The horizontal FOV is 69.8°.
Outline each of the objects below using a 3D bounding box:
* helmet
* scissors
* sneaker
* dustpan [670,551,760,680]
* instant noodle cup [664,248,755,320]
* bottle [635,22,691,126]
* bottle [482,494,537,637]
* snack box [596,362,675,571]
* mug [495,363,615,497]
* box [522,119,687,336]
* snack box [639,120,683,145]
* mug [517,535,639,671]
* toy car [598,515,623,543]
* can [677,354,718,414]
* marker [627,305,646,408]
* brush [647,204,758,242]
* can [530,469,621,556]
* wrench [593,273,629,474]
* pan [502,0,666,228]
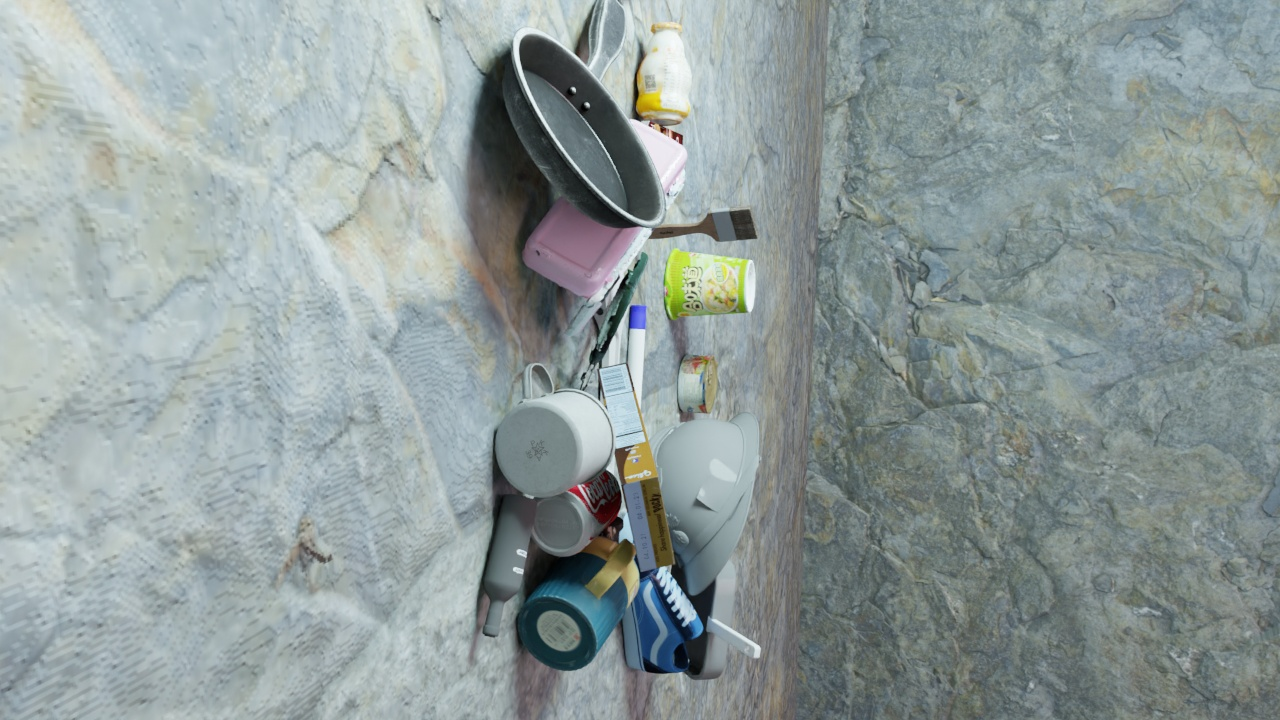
[{"bbox_3d":[0.054,0.152,1.149,0.184,0.117,0.270,-54,-166,41],"label":"helmet"},{"bbox_3d":[-0.040,-0.013,0.895,0.146,0.015,0.210,-105,-140,-78],"label":"scissors"},{"bbox_3d":[0.029,0.282,1.110,0.083,0.098,0.241,-59,148,-56],"label":"sneaker"},{"bbox_3d":[0.084,0.322,1.153,0.258,0.033,0.163,9,-89,63],"label":"dustpan"},{"bbox_3d":[0.096,-0.101,1.237,0.098,0.108,0.099,4,89,-74],"label":"instant noodle cup"},{"bbox_3d":[0.027,-0.324,1.039,0.063,0.063,0.109,-9,102,-73],"label":"bottle"},{"bbox_3d":[-0.110,0.168,0.748,0.030,0.030,0.112,58,39,-62],"label":"bottle"},{"bbox_3d":[-0.006,0.094,0.858,0.185,0.031,0.101,-106,-176,-58],"label":"snack box"},{"bbox_3d":[-0.077,0.056,0.768,0.113,0.084,0.070,64,20,4],"label":"mug"},{"bbox_3d":[-0.032,-0.120,0.847,0.201,0.087,0.103,-58,174,-34],"label":"box"},{"bbox_3d":[0.016,-0.245,1.071,0.140,0.032,0.051,-22,115,-71],"label":"snack box"},{"bbox_3d":[-0.048,0.212,0.842,0.114,0.083,0.107,-50,175,27],"label":"mug"},{"bbox_3d":[-0.040,0.165,0.938,0.112,0.040,0.048,-107,-163,-66],"label":"toy car"},{"bbox_3d":[0.084,0.034,1.336,0.086,0.043,0.086,4,89,-73],"label":"can"},{"bbox_3d":[-0.006,0.006,1.076,0.020,0.020,0.141,1,92,-73],"label":"marker"},{"bbox_3d":[0.061,-0.150,1.049,0.008,0.143,0.045,-72,150,-41],"label":"brush"},{"bbox_3d":[-0.059,0.136,0.853,0.104,0.064,0.064,-27,119,-70],"label":"can"},{"bbox_3d":[-0.036,0.021,0.986,0.086,0.018,0.273,-13,107,-72],"label":"wrench"},{"bbox_3d":[-0.042,-0.241,0.803,0.187,0.055,0.356,43,28,-32],"label":"pan"}]
